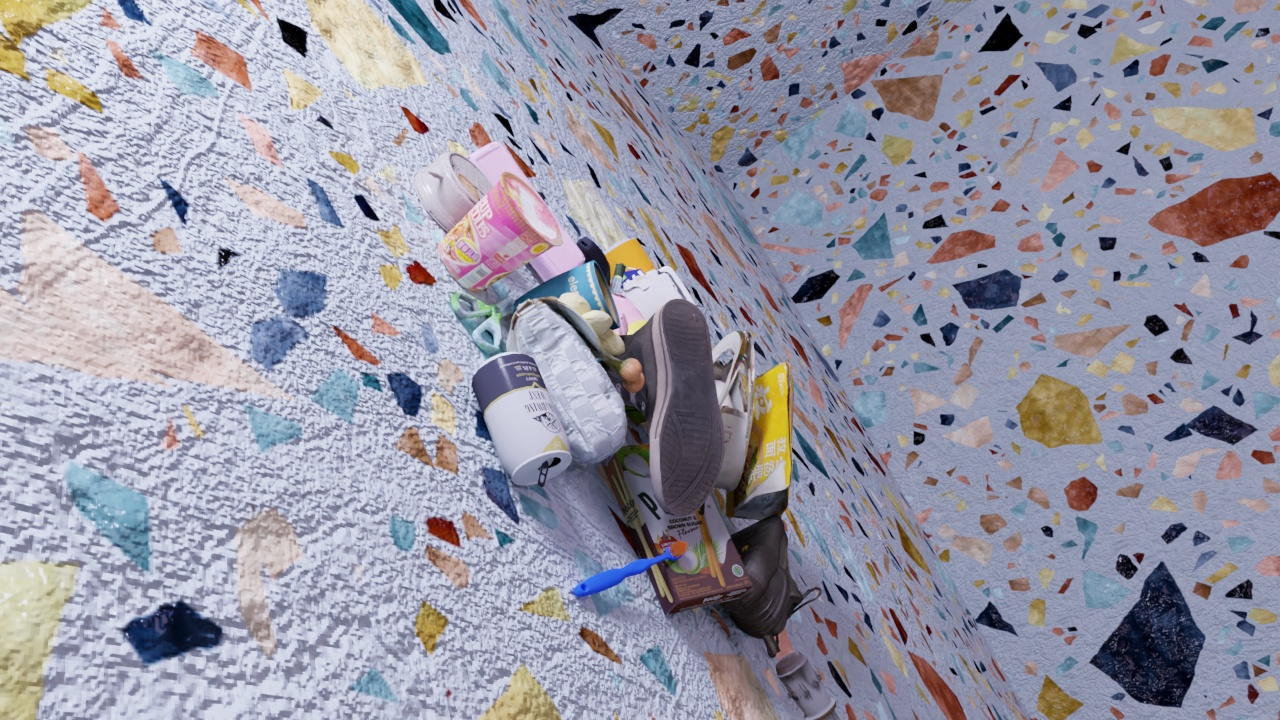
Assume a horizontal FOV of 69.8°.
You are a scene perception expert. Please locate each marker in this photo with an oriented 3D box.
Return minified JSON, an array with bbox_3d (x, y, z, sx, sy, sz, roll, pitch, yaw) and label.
[{"bbox_3d":[-0.041,-0.086,1.316,0.017,0.017,0.146,45,39,-32],"label":"marker"}]

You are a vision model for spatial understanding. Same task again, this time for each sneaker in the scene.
[{"bbox_3d":[0.018,0.060,1.012,0.095,0.120,0.234,6,69,-37],"label":"sneaker"},{"bbox_3d":[0.164,0.279,1.124,0.143,0.101,0.237,58,17,0],"label":"sneaker"}]

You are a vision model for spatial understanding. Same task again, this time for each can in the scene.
[{"bbox_3d":[-0.004,-0.117,1.444,0.142,0.079,0.079,57,17,4],"label":"can"},{"bbox_3d":[-0.107,0.057,0.844,0.064,0.064,0.127,27,33,-58],"label":"can"}]

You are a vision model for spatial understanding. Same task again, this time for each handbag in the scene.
[{"bbox_3d":[0.096,0.056,1.204,0.093,0.200,0.200,13,24,-8],"label":"handbag"},{"bbox_3d":[-0.061,0.017,0.944,0.171,0.123,0.113,59,-17,6],"label":"handbag"}]

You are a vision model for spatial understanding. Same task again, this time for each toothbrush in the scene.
[{"bbox_3d":[-0.005,0.199,0.880,0.182,0.018,0.016,-4,54,-56],"label":"toothbrush"}]

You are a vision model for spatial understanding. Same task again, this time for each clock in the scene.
[{"bbox_3d":[-0.192,-0.182,1.073,0.157,0.061,0.103,42,21,-34],"label":"clock"}]

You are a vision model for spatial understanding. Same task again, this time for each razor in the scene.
[{"bbox_3d":[-0.070,-0.137,1.295,0.047,0.052,0.143,37,-8,13],"label":"razor"}]

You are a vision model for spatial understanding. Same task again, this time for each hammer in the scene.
[{"bbox_3d":[0.250,0.465,1.002,0.325,0.101,0.190,57,16,4],"label":"hammer"}]

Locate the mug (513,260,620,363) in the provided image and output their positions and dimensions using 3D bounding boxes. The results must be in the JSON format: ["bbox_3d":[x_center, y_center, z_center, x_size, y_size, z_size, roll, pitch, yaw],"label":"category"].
[{"bbox_3d":[-0.080,-0.043,1.037,0.084,0.104,0.112,8,62,-82],"label":"mug"}]

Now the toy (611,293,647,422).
[{"bbox_3d":[-0.007,0.007,1.181,0.238,0.088,0.190,63,7,25],"label":"toy"}]

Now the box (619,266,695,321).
[{"bbox_3d":[0.021,-0.082,1.363,0.102,0.107,0.076,58,-15,3],"label":"box"}]

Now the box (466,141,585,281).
[{"bbox_3d":[-0.148,-0.198,1.219,0.201,0.073,0.149,53,16,-11],"label":"box"}]

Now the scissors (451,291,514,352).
[{"bbox_3d":[-0.162,-0.059,1.007,0.078,0.033,0.175,51,12,-8],"label":"scissors"}]

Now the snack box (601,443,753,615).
[{"bbox_3d":[0.038,0.177,1.002,0.100,0.032,0.186,-2,54,-36],"label":"snack box"}]

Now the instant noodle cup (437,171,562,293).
[{"bbox_3d":[-0.157,-0.133,0.992,0.097,0.109,0.097,49,18,-22],"label":"instant noodle cup"}]

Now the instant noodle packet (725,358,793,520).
[{"bbox_3d":[0.167,0.107,1.191,0.222,0.084,0.162,101,-6,-69],"label":"instant noodle packet"}]
